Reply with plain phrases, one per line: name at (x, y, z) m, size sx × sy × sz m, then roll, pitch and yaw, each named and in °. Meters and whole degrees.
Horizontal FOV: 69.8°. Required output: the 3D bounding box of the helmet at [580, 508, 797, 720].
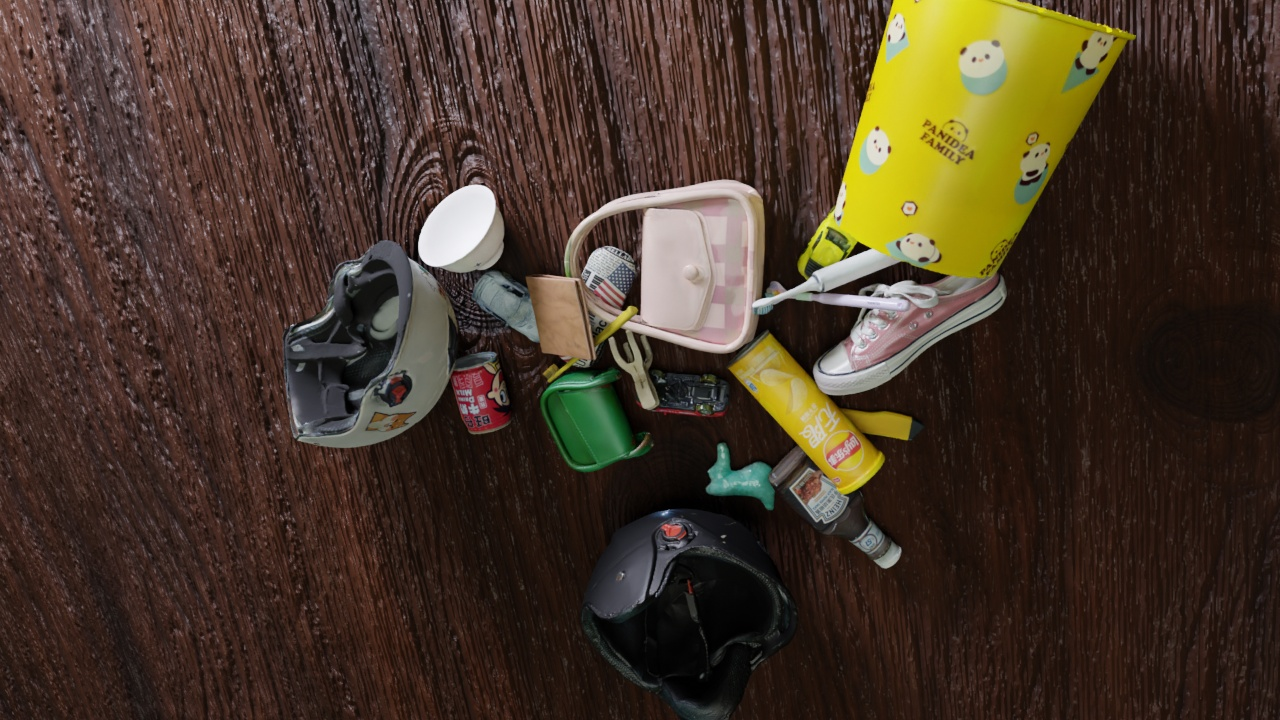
helmet at (0.060, 0.297, 1.154) m, size 0.275 × 0.229 × 0.233 m, roll -24°, pitch 117°, yaw 18°

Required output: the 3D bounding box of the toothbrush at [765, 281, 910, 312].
toothbrush at (0.223, -0.071, 1.053) m, size 0.189 × 0.021 × 0.029 m, roll 10°, pitch 94°, yaw 45°

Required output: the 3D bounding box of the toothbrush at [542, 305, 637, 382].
toothbrush at (-0.065, -0.019, 1.125) m, size 0.016 × 0.015 × 0.191 m, roll 48°, pitch 134°, yaw -6°

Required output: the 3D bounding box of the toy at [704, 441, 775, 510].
toy at (0.128, 0.152, 1.198) m, size 0.092 × 0.030 × 0.096 m, roll -4°, pitch 102°, yaw 10°

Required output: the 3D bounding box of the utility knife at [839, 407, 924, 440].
utility knife at (0.275, 0.074, 1.151) m, size 0.156 × 0.015 × 0.033 m, roll 9°, pitch 104°, yaw 8°

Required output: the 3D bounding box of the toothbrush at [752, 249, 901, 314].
toothbrush at (0.229, -0.099, 1.050) m, size 0.221 × 0.026 × 0.026 m, roll -22°, pitch 127°, yaw -7°

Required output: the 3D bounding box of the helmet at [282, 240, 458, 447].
helmet at (-0.320, -0.004, 1.149) m, size 0.274 × 0.230 × 0.156 m, roll -44°, pitch 139°, yaw 17°

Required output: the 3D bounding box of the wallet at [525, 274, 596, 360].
wallet at (-0.096, -0.053, 1.111) m, size 0.115 × 0.020 × 0.101 m, roll 10°, pitch 116°, yaw 54°

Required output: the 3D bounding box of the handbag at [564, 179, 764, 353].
handbag at (0.028, -0.113, 1.085) m, size 0.234 × 0.093 × 0.193 m, roll 3°, pitch 108°, yaw 6°

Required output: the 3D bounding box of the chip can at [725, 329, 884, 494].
chip can at (0.201, 0.062, 1.117) m, size 0.072 × 0.072 × 0.213 m, roll -42°, pitch 90°, yaw 20°

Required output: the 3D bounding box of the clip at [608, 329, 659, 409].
clip at (-0.009, 0.004, 1.135) m, size 0.035 × 0.101 × 0.095 m, roll -22°, pitch 139°, yaw 17°

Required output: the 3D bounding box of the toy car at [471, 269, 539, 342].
toy car at (-0.157, -0.067, 1.173) m, size 0.120 × 0.036 × 0.054 m, roll 32°, pitch 110°, yaw -5°

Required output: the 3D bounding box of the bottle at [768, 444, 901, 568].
bottle at (0.255, 0.193, 1.177) m, size 0.195 × 0.044 × 0.080 m, roll 42°, pitch 95°, yaw -9°

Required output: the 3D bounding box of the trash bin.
trash bin at (0.327, -0.237, 0.933) m, size 0.229 × 0.229 × 0.256 m, roll 18°, pitch 116°, yaw 4°

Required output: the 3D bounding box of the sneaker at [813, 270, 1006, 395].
sneaker at (0.297, -0.051, 1.058) m, size 0.241 × 0.118 × 0.088 m, roll -32°, pitch 118°, yaw 13°

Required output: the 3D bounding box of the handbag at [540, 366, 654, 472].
handbag at (-0.055, 0.073, 1.172) m, size 0.120 × 0.067 × 0.131 m, roll -14°, pitch 106°, yaw 28°

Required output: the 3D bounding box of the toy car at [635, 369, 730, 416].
toy car at (0.054, 0.045, 1.162) m, size 0.120 × 0.045 × 0.052 m, roll 7°, pitch 66°, yaw 11°

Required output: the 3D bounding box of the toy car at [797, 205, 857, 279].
toy car at (0.227, -0.138, 1.079) m, size 0.048 × 0.032 × 0.105 m, roll 32°, pitch 110°, yaw -1°

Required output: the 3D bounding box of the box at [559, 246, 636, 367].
box at (-0.056, -0.066, 1.155) m, size 0.069 × 0.052 × 0.164 m, roll 22°, pitch 112°, yaw -13°

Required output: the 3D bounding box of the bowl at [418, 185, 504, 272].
bowl at (-0.207, -0.150, 1.131) m, size 0.118 × 0.118 × 0.064 m, roll -28°, pitch 141°, yaw 18°

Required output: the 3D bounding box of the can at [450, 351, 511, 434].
can at (-0.209, 0.043, 1.203) m, size 0.066 × 0.066 × 0.094 m, roll -8°, pitch 107°, yaw 13°
